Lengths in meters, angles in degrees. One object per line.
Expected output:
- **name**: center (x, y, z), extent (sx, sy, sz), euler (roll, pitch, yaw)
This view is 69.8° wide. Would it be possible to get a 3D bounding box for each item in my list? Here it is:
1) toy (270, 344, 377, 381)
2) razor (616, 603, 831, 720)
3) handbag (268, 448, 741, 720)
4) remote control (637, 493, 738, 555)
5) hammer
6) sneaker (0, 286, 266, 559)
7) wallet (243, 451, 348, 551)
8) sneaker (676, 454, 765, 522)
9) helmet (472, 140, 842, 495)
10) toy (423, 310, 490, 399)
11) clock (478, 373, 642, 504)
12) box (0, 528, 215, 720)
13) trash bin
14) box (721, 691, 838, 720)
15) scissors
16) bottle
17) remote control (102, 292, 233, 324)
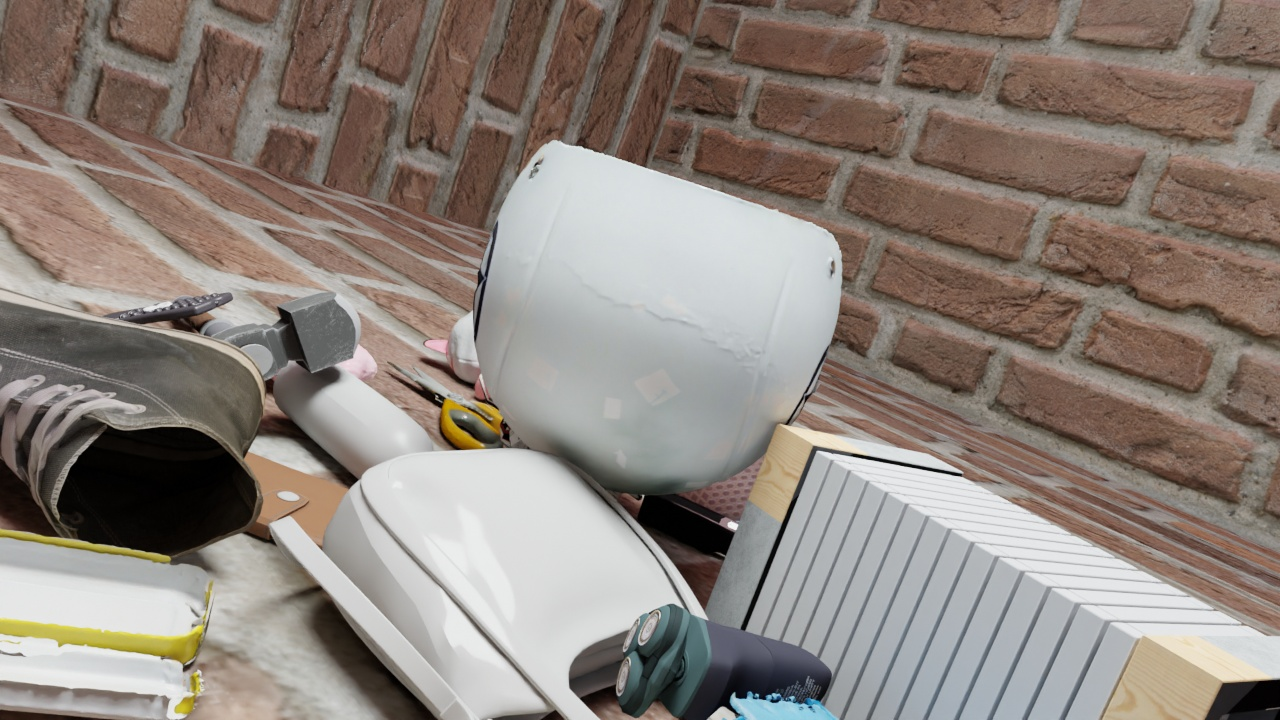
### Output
- **toy**: center (-0.271, 0.000, 0.745), extent (0.102, 0.050, 0.093), euler (14, 13, -6)
- **razor**: center (0.044, 0.139, 0.410), extent (0.142, 0.047, 0.052), euler (27, 1, -42)
- **handbag**: center (-0.043, 0.135, 0.428), extent (0.222, 0.096, 0.215), euler (40, 19, 30)
- **remote control**: center (0.063, 0.137, 0.705), extent (0.136, 0.032, 0.015), euler (23, 21, 16)
- **hammer**: center (-0.336, -0.026, 0.715), extent (0.155, 0.043, 0.323), euler (-23, 21, -29)
- **sneaker**: center (-0.293, 0.029, 0.420), extent (0.234, 0.095, 0.120), euler (16, 16, -31)
- **wallet**: center (-0.199, 0.081, 0.527), extent (0.121, 0.013, 0.087), euler (19, 9, 6)
- **sneaker**: center (0.130, 0.136, 0.782), extent (0.241, 0.098, 0.083), euler (-2, 38, -9)
- **helmet**: center (-0.003, 0.003, 0.588), extent (0.236, 0.163, 0.265), euler (21, -24, -2)
- **toy**: center (-0.119, -0.012, 0.946), extent (0.141, 0.084, 0.213), euler (-24, 23, -32)
- **clock**: center (-0.069, 0.058, 0.730), extent (0.154, 0.065, 0.114), euler (33, 19, -21)
- **box**: center (-0.259, 0.085, 0.314), extent (0.209, 0.038, 0.130), euler (17, 0, -23)
- **trash bin**: center (0.173, 0.153, 0.476), extent (0.142, 0.142, 0.247), euler (13, 11, -36)
- **box**: center (0.123, 0.202, 0.318), extent (0.093, 0.048, 0.231), euler (9, 19, -47)
- **scissors**: center (-0.151, 0.045, 0.840), extent (0.161, 0.016, 0.226), euler (14, 11, -36)
- **bottle**: center (-0.180, 0.052, 0.617), extent (0.195, 0.052, 0.052), euler (27, 12, 40)
- **remote control**: center (-0.368, -0.035, 0.688), extent (0.124, 0.009, 0.046), euler (-8, 17, 16)
